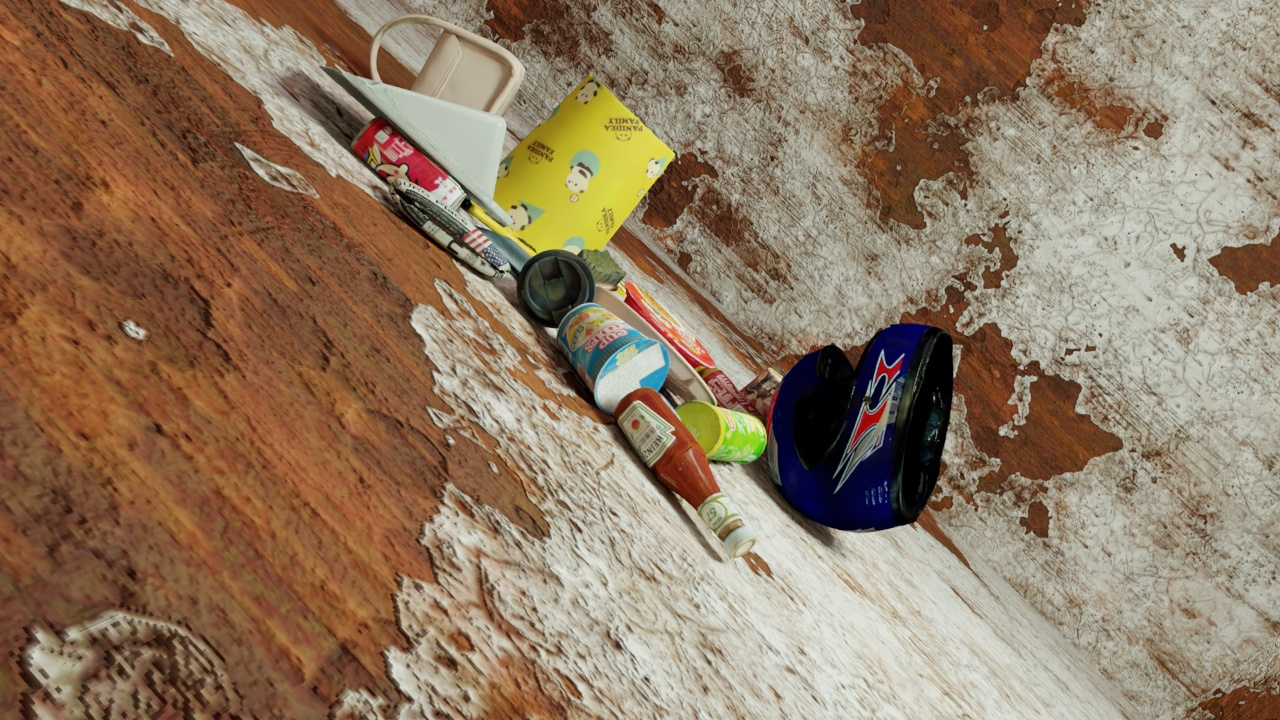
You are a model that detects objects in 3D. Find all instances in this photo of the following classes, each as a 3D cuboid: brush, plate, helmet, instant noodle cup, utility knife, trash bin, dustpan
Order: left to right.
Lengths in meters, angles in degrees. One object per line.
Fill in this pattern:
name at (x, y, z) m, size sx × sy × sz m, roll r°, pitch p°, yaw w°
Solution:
dustpan at (-0.273, -0.264, 1.159) m, size 0.257 × 0.143 × 0.223 m, roll 8°, pitch 14°, yaw -27°
utility knife at (-0.194, -0.186, 1.326) m, size 0.171 × 0.015 × 0.033 m, roll 37°, pitch 16°, yaw -33°
trash bin at (-0.097, -0.295, 1.460) m, size 0.229 × 0.255 × 0.229 m, roll 42°, pitch 10°, yaw -10°
brush at (-0.078, -0.127, 1.378) m, size 0.063 × 0.073 × 0.145 m, roll 50°, pitch 16°, yaw 7°
instant noodle cup at (-0.039, -0.008, 1.027) m, size 0.110 × 0.099 × 0.099 m, roll 42°, pitch 7°, yaw 40°
plate at (0.013, -0.012, 1.246) m, size 0.229 × 0.028 × 0.229 m, roll 45°, pitch -5°, yaw 5°
instant noodle cup at (0.027, -0.037, 1.435) m, size 0.194 × 0.066 × 0.193 m, roll 41°, pitch 12°, yaw -11°
instant noodle cup at (0.216, 0.085, 1.544) m, size 0.138 × 0.109 × 0.137 m, roll 41°, pitch 11°, yaw -10°
helmet at (0.309, 0.091, 1.352) m, size 0.241 × 0.315 × 0.247 m, roll 10°, pitch -9°, yaw 33°

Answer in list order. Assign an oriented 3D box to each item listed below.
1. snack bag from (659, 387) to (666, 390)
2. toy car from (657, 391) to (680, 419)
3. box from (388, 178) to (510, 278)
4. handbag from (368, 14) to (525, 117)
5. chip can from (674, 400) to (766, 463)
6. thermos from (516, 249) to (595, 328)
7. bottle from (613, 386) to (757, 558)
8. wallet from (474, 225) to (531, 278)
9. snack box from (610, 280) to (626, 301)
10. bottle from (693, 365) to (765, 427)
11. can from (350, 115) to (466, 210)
snack bag at (-0.007, 0.007, 1.241) m, size 0.104 × 0.026 × 0.048 m, roll 45°, pitch -2°, yaw 5°
toy car at (0.011, 0.052, 1.062) m, size 0.034 × 0.043 × 0.090 m, roll -12°, pitch 49°, yaw -44°
box at (-0.217, -0.146, 1.038) m, size 0.164 × 0.051 × 0.068 m, roll 37°, pitch 22°, yaw -25°
handbag at (-0.320, -0.445, 1.448) m, size 0.234 × 0.193 × 0.093 m, roll 32°, pitch 10°, yaw -7°
chip can at (0.103, 0.095, 1.182) m, size 0.072 × 0.073 × 0.221 m, roll 48°, pitch 11°, yaw 21°
thermos at (-0.099, -0.086, 1.117) m, size 0.093 × 0.093 × 0.143 m, roll 43°, pitch 2°, yaw -2°
bottle at (0.046, 0.114, 0.938) m, size 0.206 × 0.060 × 0.059 m, roll 51°, pitch 13°, yaw 32°
wallet at (-0.165, -0.133, 1.228) m, size 0.121 × 0.019 × 0.097 m, roll 45°, pitch 11°, yaw 18°
snack box at (-0.021, -0.099, 1.594) m, size 0.140 × 0.034 × 0.086 m, roll 43°, pitch 11°, yaw -15°
bottle at (0.135, 0.064, 1.462) m, size 0.175 × 0.057 × 0.057 m, roll 50°, pitch 13°, yaw 32°
can at (-0.270, -0.222, 1.075) m, size 0.132 × 0.053 × 0.053 m, roll 42°, pitch 11°, yaw -10°
